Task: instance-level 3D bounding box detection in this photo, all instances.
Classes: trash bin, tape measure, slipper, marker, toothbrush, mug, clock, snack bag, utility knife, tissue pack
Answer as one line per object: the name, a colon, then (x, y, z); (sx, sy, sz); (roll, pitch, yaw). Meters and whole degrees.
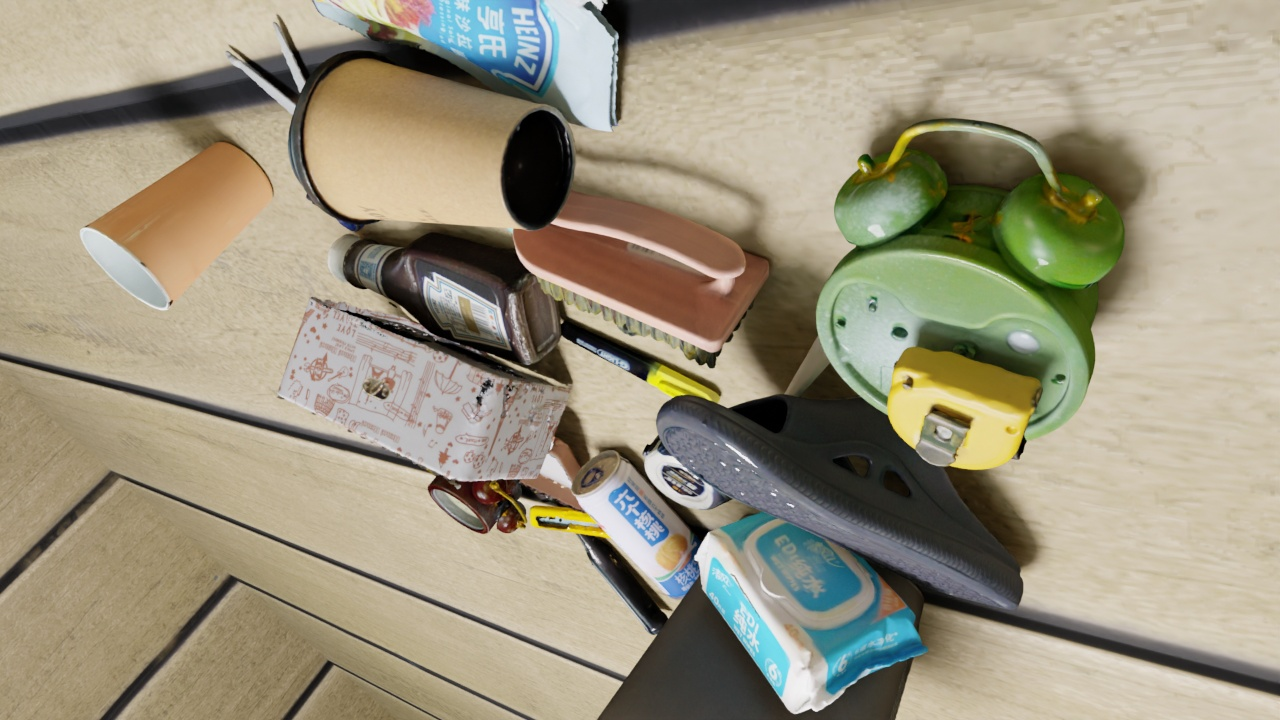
trash bin: (0.096, 0.258, 0.674); (0.199, 0.219, 0.199); (20, 146, 25)
tape measure: (0.134, 0.024, 0.391); (0.060, 0.028, 0.057); (21, 147, 24)
tape measure: (0.037, 0.076, 0.664); (0.066, 0.033, 0.066); (42, 146, -7)
slipper: (0.125, 0.066, 0.535); (0.268, 0.083, 0.111); (30, 166, -25)
marker: (-0.004, 0.004, 0.621); (0.124, 0.015, 0.018); (27, 143, 17)
toothbrush: (-0.038, 0.195, 0.905); (0.027, 0.026, 0.212); (-20, 118, 33)
mug: (-0.343, -0.106, 0.695); (0.078, 0.122, 0.078); (25, 147, 18)
clock: (0.139, -0.032, 0.395); (0.116, 0.056, 0.161); (16, 144, 27)
snack bag: (-0.094, -0.179, 0.440); (0.191, 0.038, 0.110); (27, 146, 10)
utility knife: (-0.042, 0.152, 0.840); (0.155, 0.015, 0.033); (0, 124, 32)
clock: (-0.155, 0.130, 0.900); (0.122, 0.055, 0.082); (13, 142, 37)
toothbrush: (0.095, 0.013, 0.542); (0.016, 0.016, 0.181); (30, 147, 5)
tissue pack: (0.107, 0.155, 0.601); (0.140, 0.089, 0.063); (50, 149, 41)

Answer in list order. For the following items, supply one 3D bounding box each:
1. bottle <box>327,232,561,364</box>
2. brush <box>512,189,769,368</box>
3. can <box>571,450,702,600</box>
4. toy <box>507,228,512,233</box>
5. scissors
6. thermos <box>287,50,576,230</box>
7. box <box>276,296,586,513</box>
bottle: (-0.146, -0.054, 0.653); (0.195, 0.043, 0.080); (17, 135, 30)
brush: (-0.008, -0.056, 0.499); (0.146, 0.063, 0.073); (24, 152, 21)
can: (0.003, 0.136, 0.758); (0.053, 0.053, 0.134); (-10, 127, 50)
toy: (-0.105, -0.104, 0.558); (0.092, 0.030, 0.096); (-5, 134, 50)
scissors: (-0.208, -0.145, 0.619); (0.176, 0.012, 0.163); (33, 149, 5)
thermos: (-0.109, -0.108, 0.478); (0.143, 0.092, 0.093); (16, 144, 28)
box: (-0.142, 0.044, 0.740); (0.178, 0.106, 0.272); (22, 169, 21)
